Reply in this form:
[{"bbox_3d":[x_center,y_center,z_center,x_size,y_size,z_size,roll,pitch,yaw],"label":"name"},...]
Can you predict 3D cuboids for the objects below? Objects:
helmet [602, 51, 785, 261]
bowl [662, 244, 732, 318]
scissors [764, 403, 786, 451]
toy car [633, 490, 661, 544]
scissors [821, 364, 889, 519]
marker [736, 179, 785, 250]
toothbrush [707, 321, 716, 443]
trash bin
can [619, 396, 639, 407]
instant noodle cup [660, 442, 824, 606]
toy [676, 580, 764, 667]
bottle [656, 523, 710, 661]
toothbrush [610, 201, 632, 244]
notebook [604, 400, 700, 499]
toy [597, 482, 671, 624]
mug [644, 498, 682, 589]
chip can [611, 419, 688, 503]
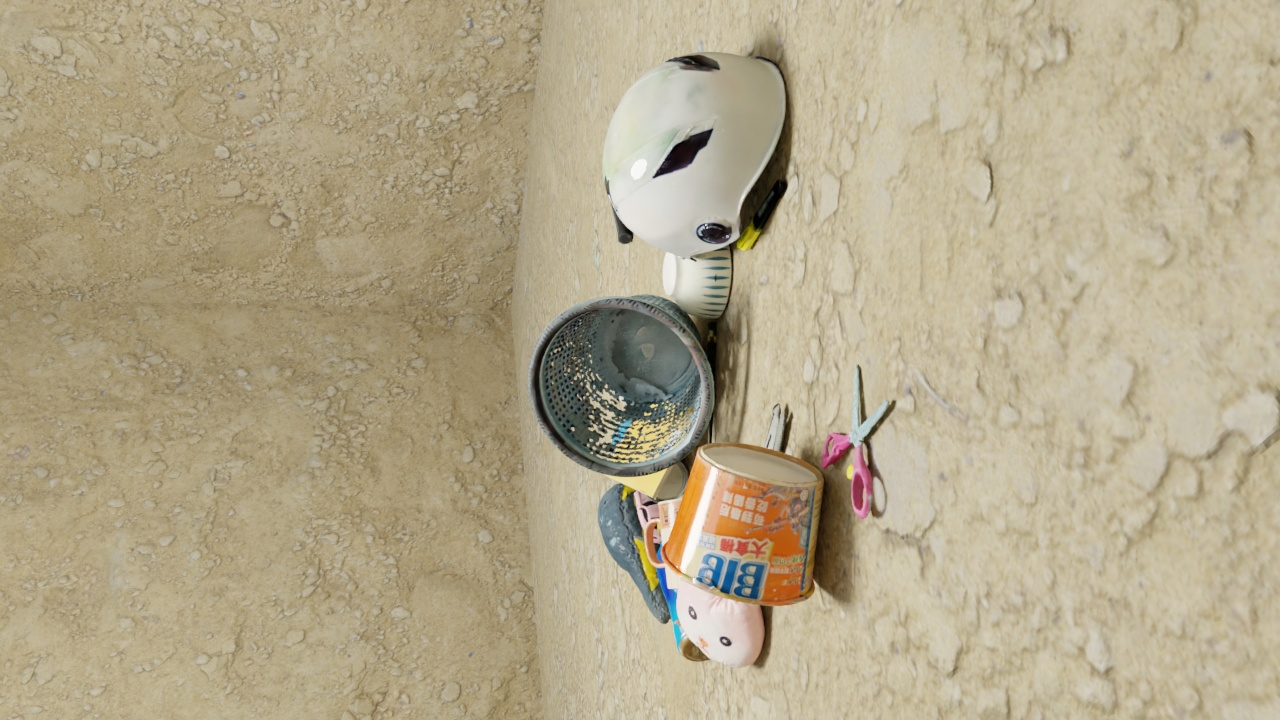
[{"bbox_3d":[0.040,-0.243,1.038,0.259,0.145,0.228,147,131,-64],"label":"helmet"},{"bbox_3d":[0.067,-0.111,1.166,0.116,0.066,0.116,179,91,-76],"label":"bowl"},{"bbox_3d":[0.128,0.131,1.018,0.194,0.015,0.206,175,95,-77],"label":"scissors"},{"bbox_3d":[0.023,0.226,1.371,0.122,0.056,0.037,-110,20,-55],"label":"toy car"},{"bbox_3d":[0.184,0.070,0.791,0.136,0.017,0.133,137,136,-74],"label":"scissors"},{"bbox_3d":[0.132,-0.158,1.005,0.124,0.015,0.018,118,146,-60],"label":"marker"},{"bbox_3d":[0.090,0.042,1.186,0.017,0.012,0.186,-122,33,-85],"label":"toothbrush"},{"bbox_3d":[-0.007,0.007,1.172,0.194,0.227,0.227,-56,-28,-69],"label":"trash bin"},{"bbox_3d":[-0.012,0.040,1.435,0.147,0.058,0.058,69,-162,-80],"label":"can"},{"bbox_3d":[0.103,0.148,0.869,0.151,0.151,0.111,-137,57,-72],"label":"instant noodle cup"},{"bbox_3d":[0.095,0.269,1.029,0.121,0.054,0.160,32,121,35],"label":"toy"},{"bbox_3d":[0.058,0.291,1.208,0.218,0.065,0.065,-108,22,-55],"label":"bottle"},{"bbox_3d":[-0.044,-0.291,1.718,0.212,0.026,0.027,-103,32,-45],"label":"toothbrush"},{"bbox_3d":[0.016,0.115,1.297,0.145,0.010,0.206,-60,18,-9],"label":"notebook"},{"bbox_3d":[-0.016,0.275,1.494,0.356,0.091,0.138,-117,2,-65],"label":"toy"},{"bbox_3d":[0.055,0.227,1.137,0.115,0.081,0.105,-14,74,34],"label":"mug"},{"bbox_3d":[0.011,0.148,1.390,0.210,0.071,0.071,-138,49,-72],"label":"chip can"}]
